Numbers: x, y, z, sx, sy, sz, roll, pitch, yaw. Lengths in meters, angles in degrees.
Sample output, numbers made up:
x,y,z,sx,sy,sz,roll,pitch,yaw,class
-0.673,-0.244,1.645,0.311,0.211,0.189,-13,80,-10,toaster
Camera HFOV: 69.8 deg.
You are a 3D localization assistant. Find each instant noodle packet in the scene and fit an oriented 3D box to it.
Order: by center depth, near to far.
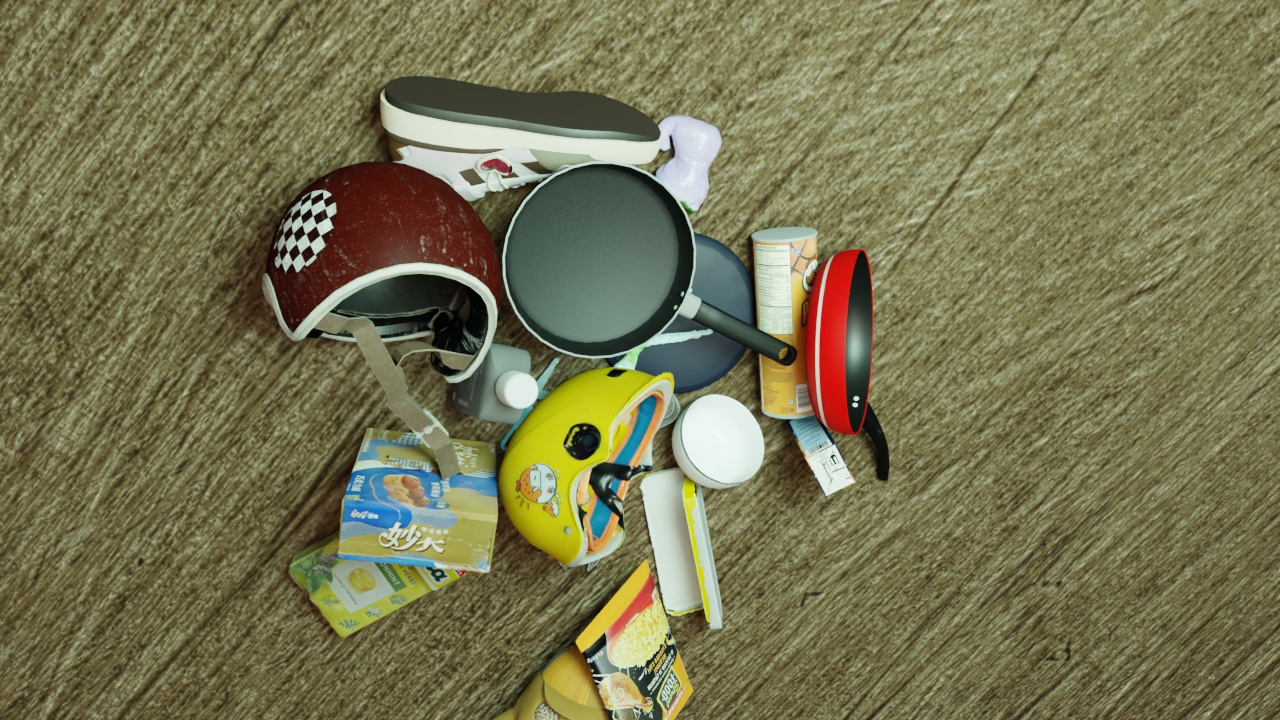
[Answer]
x,y,z,sx,sy,sz,roll,pitch,yaw,class
-0.001,0.391,1.168,0.032,0.159,0.221,-3,114,37,instant noodle packet

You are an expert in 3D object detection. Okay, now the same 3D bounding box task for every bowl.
x,y,z,sx,sy,sz,roll,pitch,yaw,class
0.087,0.104,1.111,0.113,0.063,0.113,10,64,-21,bowl

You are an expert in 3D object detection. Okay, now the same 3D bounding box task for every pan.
x,y,z,sx,sy,sz,roll,pitch,yaw,class
0.020,-0.075,0.984,0.355,0.044,0.204,25,98,-22,pan
0.253,0.030,1.093,0.067,0.208,0.357,2,137,22,pan
-0.006,0.006,1.101,0.198,0.021,0.357,37,99,-18,pan

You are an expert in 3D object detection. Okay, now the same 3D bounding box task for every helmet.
x,y,z,sx,sy,sz,roll,pitch,yaw,class
-0.249,-0.067,0.920,0.233,0.253,0.234,19,125,-45,helmet
-0.071,0.101,1.021,0.140,0.209,0.240,21,87,16,helmet

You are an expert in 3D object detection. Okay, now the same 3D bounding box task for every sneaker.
x,y,z,sx,sy,sz,roll,pitch,yaw,class
-0.125,-0.217,0.978,0.293,0.111,0.117,2,128,-11,sneaker

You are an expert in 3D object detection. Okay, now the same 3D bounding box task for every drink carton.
x,y,z,sx,sy,sz,roll,pitch,yaw,class
0.214,0.104,1.109,0.040,0.130,0.064,-27,110,6,drink carton

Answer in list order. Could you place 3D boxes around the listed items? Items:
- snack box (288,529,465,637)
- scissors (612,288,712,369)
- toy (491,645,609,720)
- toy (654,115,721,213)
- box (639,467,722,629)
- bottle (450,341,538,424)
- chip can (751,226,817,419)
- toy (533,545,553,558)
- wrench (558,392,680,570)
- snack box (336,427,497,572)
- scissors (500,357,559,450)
x,y,z,sx,sy,sz,roll,pitch,yaw,class
-0.319,0.249,1.111,0.181,0.045,0.121,-28,109,0,snack box
-0.005,-0.027,1.070,0.170,0.028,0.139,-44,105,6,scissors
-0.100,0.465,1.163,0.198,0.162,0.203,24,91,0,toy
0.046,-0.223,1.030,0.080,0.036,0.100,20,98,-5,toy
0.060,0.243,1.155,0.079,0.080,0.209,-14,110,-8,box
-0.155,0.024,0.987,0.046,0.174,0.083,9,90,-27,bottle
0.174,-0.044,1.084,0.075,0.075,0.215,-8,108,-7,chip can
-0.116,0.202,1.123,0.076,0.062,0.100,1,113,10,toy
-0.031,0.150,1.136,0.070,0.010,0.274,21,107,-15,wrench
-0.238,0.149,1.010,0.155,0.202,0.069,9,105,-12,snack box
-0.146,0.051,1.090,0.135,0.015,0.136,14,104,-3,scissors
